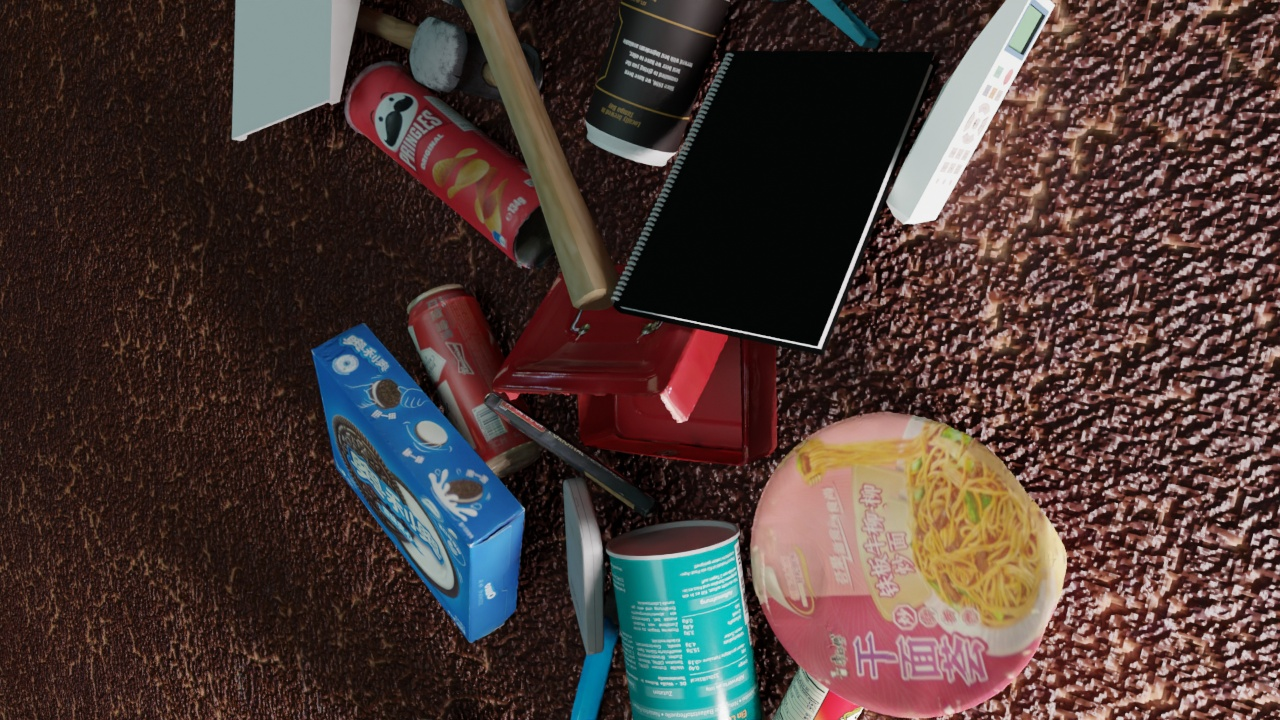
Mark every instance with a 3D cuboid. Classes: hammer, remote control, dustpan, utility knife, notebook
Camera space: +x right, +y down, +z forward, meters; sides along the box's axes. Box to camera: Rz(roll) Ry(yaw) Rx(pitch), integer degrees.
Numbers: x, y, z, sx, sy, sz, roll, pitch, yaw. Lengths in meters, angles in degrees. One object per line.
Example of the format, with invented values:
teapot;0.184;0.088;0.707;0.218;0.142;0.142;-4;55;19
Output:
hammer;-0.217;-0.291;0.806;0.328;0.097;0.052;32;113;36
remote control;0.189;-0.148;0.542;0.024;0.049;0.144;36;116;26
dustpan;-0.307;-0.344;0.848;0.192;0.053;0.257;0;88;43
remote control;-0.043;0.161;0.725;0.074;0.019;0.151;-113;18;-47
hammer;-0.083;-0.183;0.649;0.051;0.117;0.322;-33;71;36
utility knife;-0.032;0.254;0.787;0.031;0.015;0.225;27;115;29
notebook;0.082;-0.110;0.581;0.149;0.016;0.206;14;72;34

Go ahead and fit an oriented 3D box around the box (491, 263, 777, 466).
box;0.015;0.008;0.671;0.158;0.156;0.146;3;56;38

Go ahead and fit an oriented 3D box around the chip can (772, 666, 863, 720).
chip can;0.114;0.278;0.660;0.052;0.051;0.215;32;115;28

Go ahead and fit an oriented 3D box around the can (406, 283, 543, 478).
can;-0.146;0.019;0.803;0.067;0.067;0.170;-34;77;35

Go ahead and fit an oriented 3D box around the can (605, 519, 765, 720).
can;0.033;0.201;0.678;0.099;0.099;0.144;-6;93;37

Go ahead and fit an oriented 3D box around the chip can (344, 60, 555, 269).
chip can;-0.155;-0.168;0.780;0.233;0.073;0.073;40;118;24

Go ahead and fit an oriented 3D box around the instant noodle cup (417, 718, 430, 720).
instant noodle cup;-0.169;0.406;0.846;0.112;0.137;0.137;-9;91;27

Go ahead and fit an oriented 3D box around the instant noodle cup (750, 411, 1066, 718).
instant noodle cup;0.166;0.121;0.572;0.179;0.077;0.178;-1;87;31

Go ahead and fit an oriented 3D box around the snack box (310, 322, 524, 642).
snack box;-0.196;0.111;0.813;0.239;0.056;0.196;45;147;23

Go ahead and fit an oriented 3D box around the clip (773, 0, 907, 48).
clip;0.121;-0.270;0.591;0.130;0.031;0.121;24;106;32

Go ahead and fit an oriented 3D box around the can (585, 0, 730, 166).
can;0.010;-0.210;0.651;0.072;0.071;0.129;33;115;28

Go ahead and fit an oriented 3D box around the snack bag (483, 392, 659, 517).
snack bag;-0.052;0.075;0.716;0.155;0.074;0.018;32;83;8
